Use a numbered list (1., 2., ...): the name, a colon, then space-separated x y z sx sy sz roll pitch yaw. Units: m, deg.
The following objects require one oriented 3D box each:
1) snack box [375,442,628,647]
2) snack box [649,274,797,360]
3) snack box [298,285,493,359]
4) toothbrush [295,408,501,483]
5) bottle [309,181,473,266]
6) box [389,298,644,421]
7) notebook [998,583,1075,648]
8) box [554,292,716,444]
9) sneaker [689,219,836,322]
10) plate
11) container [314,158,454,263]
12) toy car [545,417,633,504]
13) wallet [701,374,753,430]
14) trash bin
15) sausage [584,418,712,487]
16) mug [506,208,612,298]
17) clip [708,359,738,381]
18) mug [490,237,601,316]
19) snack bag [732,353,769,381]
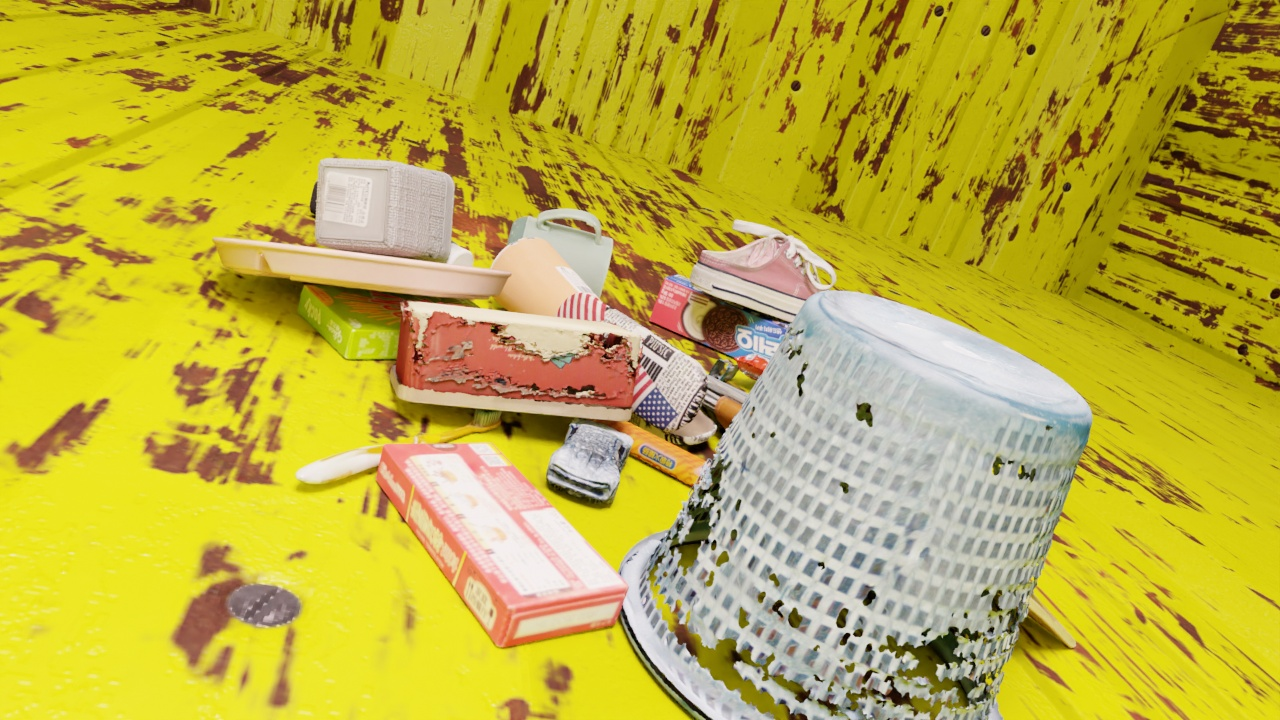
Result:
1. snack box: -0.080 0.093 0.501 0.075 0.025 0.153 2 25 -42
2. snack box: 0.117 -0.034 1.038 0.207 0.058 0.057 24 15 12
3. snack box: -0.187 -0.030 0.749 0.156 0.026 0.086 0 25 -46
4. toothbrush: -0.141 0.049 0.574 0.016 0.018 0.191 25 16 21
5. bottle: -0.258 -0.137 0.963 0.195 0.044 0.079 29 20 24
6. box: -0.087 -0.009 0.658 0.168 0.078 0.091 6 8 -21
7. notebook: 0.204 0.119 0.659 0.149 0.012 0.211 39 0 -44
8. box: -0.005 0.003 0.751 0.075 0.087 0.162 -18 43 -42
9. sneaker: 0.156 -0.097 1.027 0.240 0.088 0.118 10 16 -44
10. plate: -0.220 -0.073 0.738 0.229 0.028 0.229 6 4 -1
11. container: -0.239 -0.140 0.855 0.090 0.090 0.114 5 4 11
12. toy car: -0.033 0.064 0.630 0.049 0.031 0.105 21 17 0
13. wallet: 0.092 0.049 0.791 0.130 0.037 0.106 29 4 23
14. trash bin: 0.122 0.077 0.488 0.226 0.195 0.226 18 18 -6
15. sausage: 0.026 0.075 0.676 0.165 0.021 0.021 26 19 18
16. mug: -0.087 -0.112 0.963 0.106 0.112 0.082 15 42 -8
17. clip: 0.084 0.010 0.930 0.036 0.025 0.057 33 15 17
18. mug: -0.081 -0.056 0.868 0.078 0.078 0.123 3 29 -43
19. snack bag: 0.132 0.012 0.956 0.045 0.026 0.105 21 2 32
